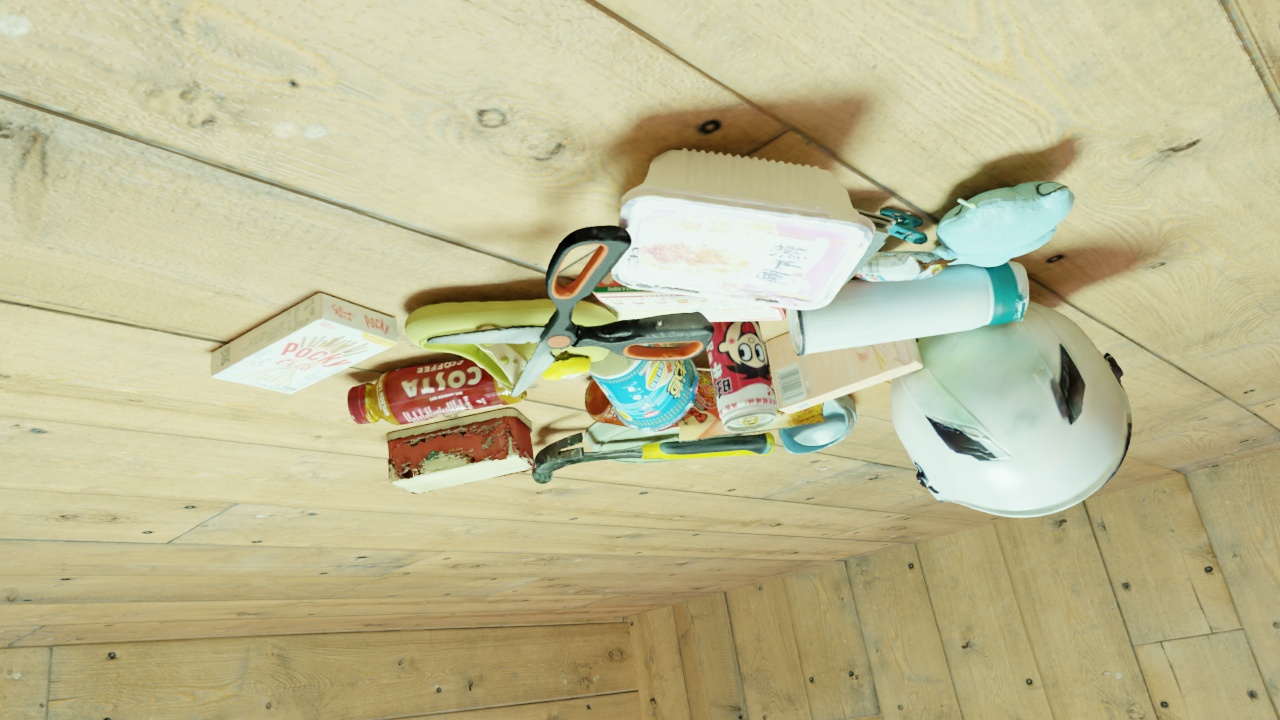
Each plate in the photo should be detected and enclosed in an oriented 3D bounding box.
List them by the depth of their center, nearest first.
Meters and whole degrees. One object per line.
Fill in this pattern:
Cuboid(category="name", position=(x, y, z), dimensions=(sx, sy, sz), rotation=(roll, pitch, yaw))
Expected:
Cuboid(category="plate", position=(0.040, 0.099, 1.246), dimensions=(0.230, 0.027, 0.230), rotation=(-9, 159, -4))

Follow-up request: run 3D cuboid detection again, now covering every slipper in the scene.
Cuboid(category="slipper", position=(-0.113, -0.009, 0.819), dimensions=(0.190, 0.081, 0.092), rotation=(1, 170, -9))
Cuboid(category="slipper", position=(0.227, 0.081, 1.212), dimensions=(0.104, 0.074, 0.245), rotation=(-18, 156, 19))

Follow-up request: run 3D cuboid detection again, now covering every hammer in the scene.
Cuboid(category="hammer", position=(0.023, 0.121, 1.211), dimensions=(0.323, 0.031, 0.126), rotation=(-3, 159, -14))

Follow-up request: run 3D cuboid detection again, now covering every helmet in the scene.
Cuboid(category="helmet", position=(0.360, 0.025, 0.938), dimensions=(0.229, 0.258, 0.146), rotation=(-32, 115, 15))

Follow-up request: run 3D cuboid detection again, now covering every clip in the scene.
Cuboid(category="clip", position=(0.224, -0.114, 0.782), dimensions=(0.057, 0.046, 0.014), rotation=(11, 154, -35))

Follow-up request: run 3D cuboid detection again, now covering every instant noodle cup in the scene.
Cuboid(category="instant noodle cup", position=(0.069, -0.098, 0.669), dimensions=(0.173, 0.060, 0.138), rotation=(6, 157, -4))
Cuboid(category="instant noodle cup", position=(-0.005, 0.005, 0.908), dimensions=(0.099, 0.099, 0.110), rotation=(-16, 149, 17))

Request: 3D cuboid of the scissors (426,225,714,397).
Cuboid(category="scissors", position=(-0.046, -0.028, 0.712), dimensions=(0.220, 0.021, 0.231), rotation=(7, 146, -25))

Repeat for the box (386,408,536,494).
Cuboid(category="box", position=(-0.218, 0.120, 1.122), dimensions=(0.168, 0.077, 0.091), rotation=(-13, 159, 8))

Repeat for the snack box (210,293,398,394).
Cuboid(category="snack box", position=(-0.302, -0.011, 0.823), dimensions=(0.157, 0.026, 0.084), rotation=(-21, 156, 29))

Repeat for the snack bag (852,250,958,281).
Cuboid(category="snack bag", position=(0.228, -0.084, 0.821), dimensions=(0.048, 0.026, 0.104), rotation=(-5, -174, -39))

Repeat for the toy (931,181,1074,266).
Cuboid(category="toy", position=(0.303, -0.113, 0.779), dimensions=(0.156, 0.049, 0.162), rotation=(-1, 168, -36))

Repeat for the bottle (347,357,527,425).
Cuboid(category="bottle", position=(-0.205, 0.030, 0.922), dimensions=(0.175, 0.057, 0.057), rotation=(-11, 159, 5))

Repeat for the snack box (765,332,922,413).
Cuboid(category="snack box", position=(0.210, -0.007, 0.964), dimensions=(0.158, 0.084, 0.026), rotation=(-23, 152, 32))

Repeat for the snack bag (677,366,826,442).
Cuboid(category="snack bag", position=(0.100, 0.042, 1.022), dimensions=(0.207, 0.128, 0.073), rotation=(1, 122, -32))

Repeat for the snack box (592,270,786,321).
Cuboid(category="snack box", position=(0.044, -0.057, 0.797), dimensions=(0.156, 0.027, 0.077), rotation=(0, 162, 17))

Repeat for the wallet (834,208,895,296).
Cuboid(category="wallet", position=(0.142, -0.093, 0.783), dimensions=(0.106, 0.037, 0.130), rotation=(9, 154, -16))

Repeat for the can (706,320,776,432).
Cuboid(category="can", position=(0.090, -0.003, 0.855), dimensions=(0.053, 0.132, 0.053), rotation=(-8, 159, -3))

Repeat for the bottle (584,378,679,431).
Cuboid(category="bottle", position=(0.028, 0.057, 1.080), dimensions=(0.205, 0.059, 0.060), rotation=(13, 150, -41))

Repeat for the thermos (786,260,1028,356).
Cuboid(category="thermos", position=(0.257, -0.055, 0.884), dimensions=(0.224, 0.073, 0.073), rotation=(-8, 159, 1))
